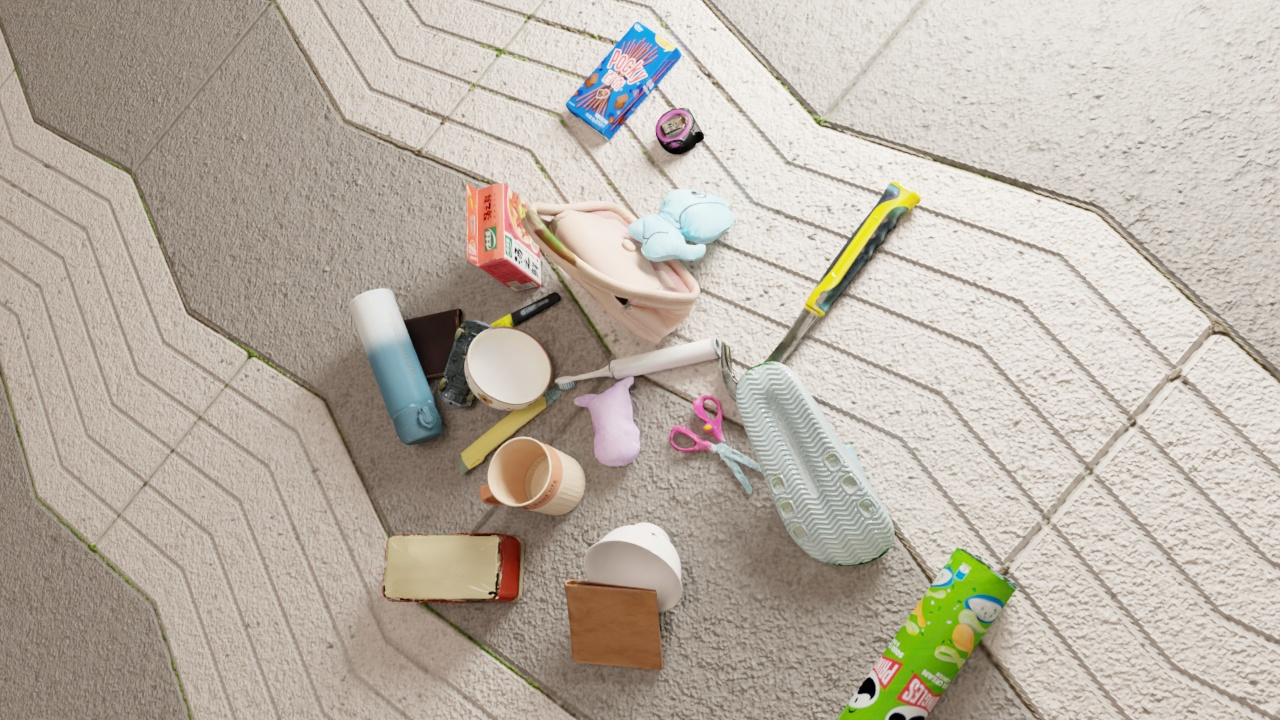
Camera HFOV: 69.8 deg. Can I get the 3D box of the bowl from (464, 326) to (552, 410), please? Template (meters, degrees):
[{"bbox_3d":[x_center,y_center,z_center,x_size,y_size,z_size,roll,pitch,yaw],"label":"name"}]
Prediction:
[{"bbox_3d":[-0.176,0.019,1.189,0.062,0.113,0.113,-52,52,51],"label":"bowl"}]

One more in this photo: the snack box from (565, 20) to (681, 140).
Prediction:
[{"bbox_3d":[-0.024,-0.391,1.279,0.084,0.026,0.157,42,93,27],"label":"snack box"}]

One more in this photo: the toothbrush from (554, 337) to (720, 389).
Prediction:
[{"bbox_3d":[-0.007,0.007,1.153,0.221,0.026,0.026,-13,28,18],"label":"toothbrush"}]

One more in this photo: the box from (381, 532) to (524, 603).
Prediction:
[{"bbox_3d":[-0.238,0.257,1.144,0.168,0.079,0.091,-5,73,20],"label":"box"}]

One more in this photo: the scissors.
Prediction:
[{"bbox_3d":[0.089,0.110,1.091,0.096,0.017,0.137,-35,68,8],"label":"scissors"}]

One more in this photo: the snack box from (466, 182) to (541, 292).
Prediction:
[{"bbox_3d":[-0.180,-0.166,1.220,0.044,0.127,0.113,-10,71,19],"label":"snack box"}]

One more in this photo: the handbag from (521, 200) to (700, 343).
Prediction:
[{"bbox_3d":[-0.052,-0.122,1.093,0.093,0.233,0.193,-49,61,18],"label":"handbag"}]

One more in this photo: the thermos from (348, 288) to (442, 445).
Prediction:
[{"bbox_3d":[-0.330,0.010,1.248,0.070,0.070,0.220,-28,76,12],"label":"thermos"}]

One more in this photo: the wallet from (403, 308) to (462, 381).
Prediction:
[{"bbox_3d":[-0.304,-0.017,1.288,0.122,0.020,0.096,-11,76,18],"label":"wallet"}]

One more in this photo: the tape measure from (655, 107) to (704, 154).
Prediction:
[{"bbox_3d":[0.049,-0.305,1.216,0.058,0.039,0.057,-27,66,13],"label":"tape measure"}]

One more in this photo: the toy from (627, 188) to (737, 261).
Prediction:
[{"bbox_3d":[0.057,-0.171,1.137,0.156,0.050,0.161,-11,39,-19],"label":"toy"}]

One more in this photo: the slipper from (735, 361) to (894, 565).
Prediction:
[{"bbox_3d":[0.187,0.114,1.013,0.104,0.074,0.245,-31,82,20],"label":"slipper"}]

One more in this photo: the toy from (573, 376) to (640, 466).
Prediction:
[{"bbox_3d":[-0.036,0.081,1.136,0.084,0.039,0.108,-20,70,16],"label":"toy"}]

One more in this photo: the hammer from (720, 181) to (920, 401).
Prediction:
[{"bbox_3d":[0.213,-0.076,1.085,0.126,0.032,0.323,37,90,26],"label":"hammer"}]

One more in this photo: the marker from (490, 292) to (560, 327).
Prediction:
[{"bbox_3d":[-0.162,-0.061,1.244,0.124,0.015,0.018,-26,73,14],"label":"marker"}]

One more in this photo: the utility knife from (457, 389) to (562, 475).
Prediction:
[{"bbox_3d":[-0.175,0.089,1.203,0.173,0.019,0.031,-40,68,8],"label":"utility knife"}]

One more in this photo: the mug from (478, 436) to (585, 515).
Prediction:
[{"bbox_3d":[-0.136,0.150,1.119,0.115,0.106,0.081,-25,66,14],"label":"mug"}]

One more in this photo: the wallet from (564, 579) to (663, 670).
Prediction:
[{"bbox_3d":[-0.030,0.304,1.054,0.115,0.020,0.101,1,105,20],"label":"wallet"}]

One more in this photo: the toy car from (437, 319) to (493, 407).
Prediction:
[{"bbox_3d":[-0.231,0.005,1.237,0.054,0.036,0.120,20,94,7],"label":"toy car"}]

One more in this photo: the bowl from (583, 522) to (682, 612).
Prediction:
[{"bbox_3d":[0.001,0.227,1.056,0.118,0.118,0.064,1,36,23],"label":"bowl"}]

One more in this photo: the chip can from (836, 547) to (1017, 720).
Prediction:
[{"bbox_3d":[0.283,0.301,0.923,0.072,0.072,0.236,35,89,27],"label":"chip can"}]
